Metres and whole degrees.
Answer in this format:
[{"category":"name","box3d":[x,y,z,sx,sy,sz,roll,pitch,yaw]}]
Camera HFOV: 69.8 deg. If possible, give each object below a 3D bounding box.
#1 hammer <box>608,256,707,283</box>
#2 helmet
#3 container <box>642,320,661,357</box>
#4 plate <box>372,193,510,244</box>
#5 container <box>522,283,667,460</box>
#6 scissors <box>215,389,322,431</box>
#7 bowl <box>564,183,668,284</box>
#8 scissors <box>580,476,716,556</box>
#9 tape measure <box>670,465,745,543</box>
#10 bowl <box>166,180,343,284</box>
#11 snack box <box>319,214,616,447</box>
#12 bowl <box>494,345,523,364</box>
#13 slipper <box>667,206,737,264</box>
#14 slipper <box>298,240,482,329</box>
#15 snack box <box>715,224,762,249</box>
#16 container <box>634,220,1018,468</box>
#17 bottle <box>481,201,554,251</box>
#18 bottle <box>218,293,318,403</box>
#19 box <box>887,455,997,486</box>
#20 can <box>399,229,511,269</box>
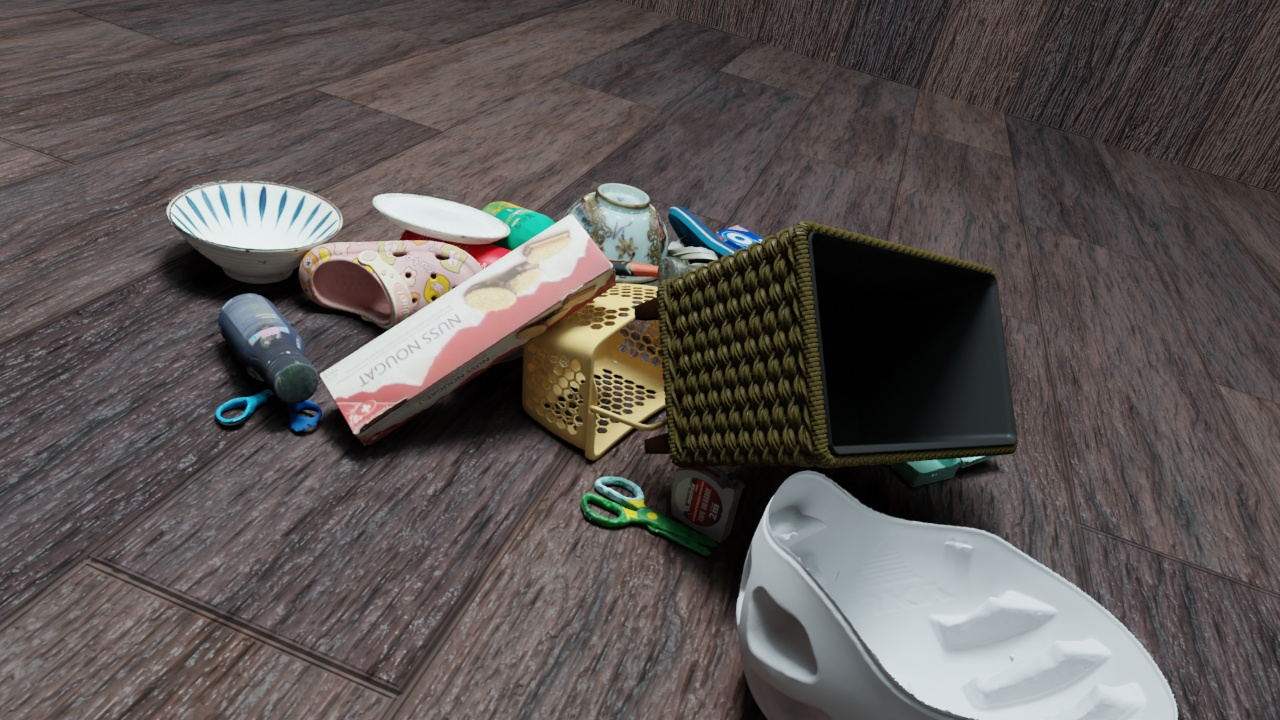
[{"category":"hammer","box3d":[-0.017,-0.107,1.061,0.132,0.033,0.334,1,8,-39]},{"category":"helmet","box3d":[0.206,0.191,0.627,0.282,0.184,0.223,3,26,1]},{"category":"container","box3d":[0.067,-0.043,1.079,0.113,0.061,0.063,-12,39,-36]},{"category":"plate","box3d":[-0.228,-0.161,1.051,0.157,0.014,0.156,15,18,-5]},{"category":"container","box3d":[-0.005,0.005,0.909,0.167,0.129,0.182,20,30,27]},{"category":"scissors","box3d":[-0.326,0.030,0.850,0.104,0.015,0.133,11,26,1]},{"category":"bowl","box3d":[-0.032,-0.181,1.233,0.160,0.094,0.159,10,31,-6]},{"category":"scissors","box3d":[0.011,0.138,0.812,0.130,0.014,0.070,20,31,11]},{"category":"tape measure","box3d":[0.058,0.121,0.809,0.062,0.060,0.020,25,32,24]},{"category":"bowl","box3d":[-0.422,-0.132,1.014,0.177,0.071,0.177,10,31,-6]},{"category":"snack box","box3d":[-0.153,-0.030,0.831,0.272,0.044,0.076,-33,67,-9]},{"category":"bowl","box3d":[-0.146,-0.033,0.933,0.131,0.132,0.064,-10,81,-35]},{"category":"slipper","box3d":[0.090,-0.117,1.179,0.060,0.118,0.295,-39,28,0]},{"category":"slipper","box3d":[-0.262,-0.076,0.970,0.197,0.093,0.081,5,33,-11]},{"category":"snack box","box3d":[0.198,-0.111,1.252,0.226,0.060,0.059,34,40,30]},{"category":"container","box3d":[0.162,0.007,0.818,0.320,0.176,0.205,3,-10,-45]},{"category":"bottle","box3d":[-0.131,-0.144,1.106,0.068,0.068,0.210,-7,20,-31]},{"category":"bottle","box3d":[-0.343,-0.012,0.847,0.056,0.056,0.161,-11,31,-36]},{"category":"box","box3d":[0.295,0.063,1.032,0.136,0.033,0.186,-6,36,-30]},{"category":"can","box3d":[-0.204,-0.106,1.057,0.142,0.075,0.074,19,31,9]}]
